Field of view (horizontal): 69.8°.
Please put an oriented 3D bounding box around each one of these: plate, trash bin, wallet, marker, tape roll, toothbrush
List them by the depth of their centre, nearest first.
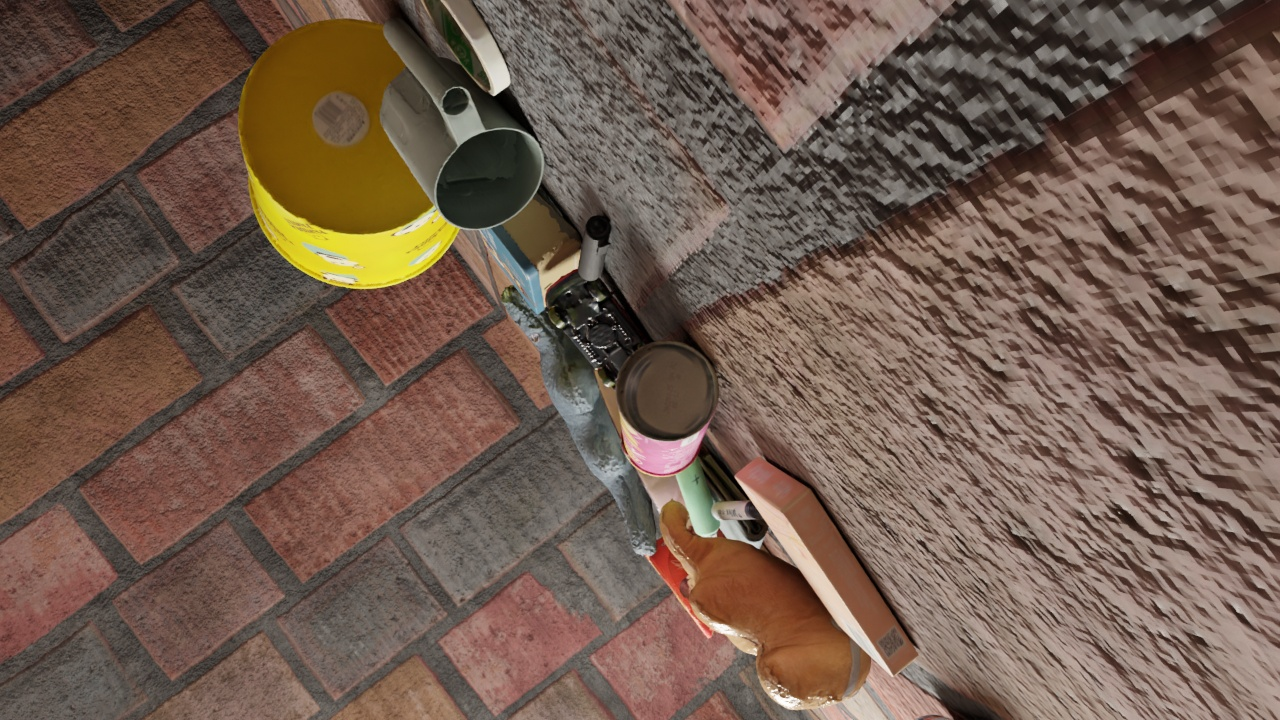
[{"bbox_3d":[-0.112,-0.207,0.575,0.086,0.014,0.086,52,172,10],"label":"tape roll"},{"bbox_3d":[-0.033,-0.078,0.660,0.022,0.020,0.132,62,172,2],"label":"marker"},{"bbox_3d":[0.088,0.128,0.796,0.131,0.018,0.022,148,113,-73],"label":"marker"},{"bbox_3d":[0.056,0.133,0.866,0.026,0.027,0.224,24,137,61],"label":"toothbrush"},{"bbox_3d":[-0.271,-0.192,0.883,0.229,0.229,0.255,54,168,-9],"label":"trash bin"},{"bbox_3d":[0.083,0.149,0.923,0.106,0.037,0.130,51,170,19],"label":"wallet"},{"bbox_3d":[0.009,0.085,0.974,0.192,0.039,0.192,64,-178,-5],"label":"plate"}]

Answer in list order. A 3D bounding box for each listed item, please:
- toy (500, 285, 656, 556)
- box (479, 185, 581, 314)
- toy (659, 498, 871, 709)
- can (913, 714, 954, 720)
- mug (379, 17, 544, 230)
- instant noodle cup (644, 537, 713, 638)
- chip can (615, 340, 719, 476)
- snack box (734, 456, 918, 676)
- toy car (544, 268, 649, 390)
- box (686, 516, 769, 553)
[{"bbox_3d":[-0.058,0.059,1.093,0.356,0.091,0.137,62,-161,-12],"label":"toy"},{"bbox_3d":[-0.096,-0.102,0.797,0.090,0.059,0.184,52,174,6],"label":"box"},{"bbox_3d":[0.102,0.209,0.806,0.143,0.082,0.226,15,-159,-50],"label":"toy"},{"bbox_3d":[0.214,0.274,0.624,0.053,0.053,0.135,51,173,15],"label":"can"},{"bbox_3d":[-0.133,-0.167,0.639,0.103,0.083,0.124,51,168,32],"label":"mug"},{"bbox_3d":[0.083,0.252,1.126,0.138,0.108,0.138,52,173,9],"label":"instant noodle cup"},{"bbox_3d":[0.018,0.043,0.705,0.071,0.071,0.211,52,172,11],"label":"chip can"},{"bbox_3d":[0.130,0.143,0.646,0.157,0.026,0.084,56,173,-17],"label":"snack box"},{"bbox_3d":[-0.031,-0.025,0.764,0.120,0.053,0.045,52,-168,-26],"label":"toy car"},{"bbox_3d":[0.106,0.234,1.021,0.168,0.077,0.091,52,173,7],"label":"box"}]
